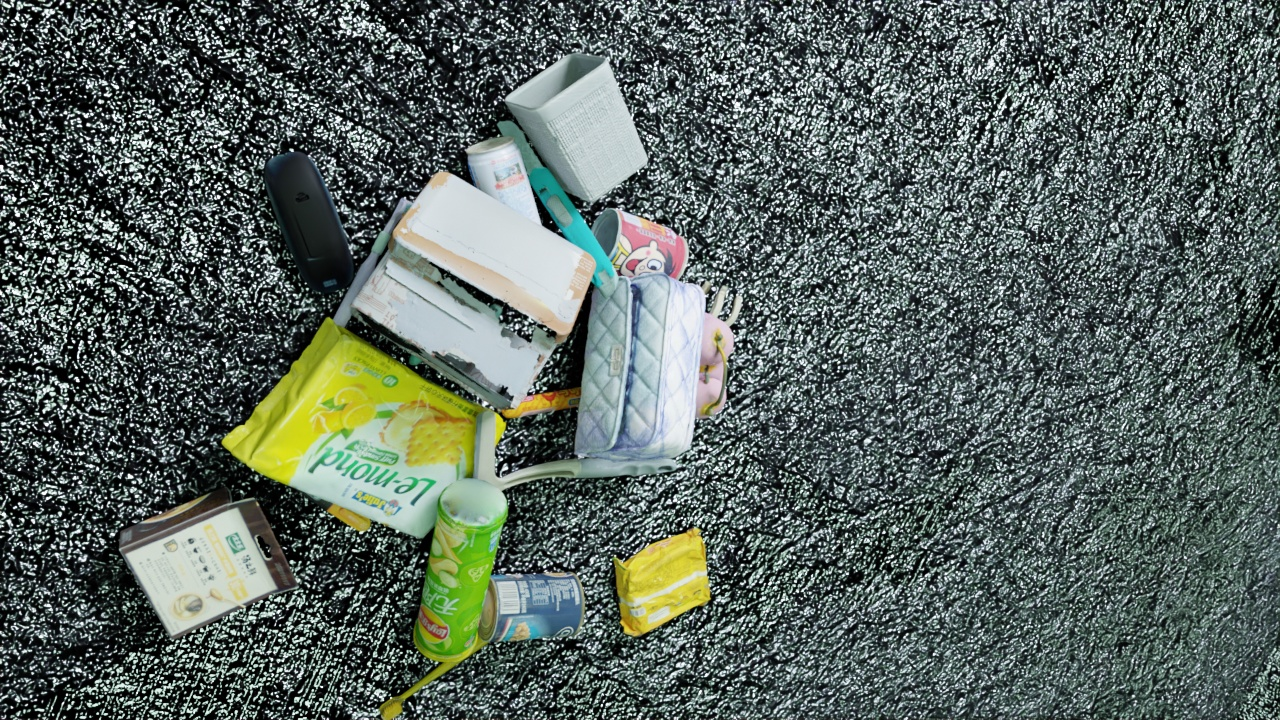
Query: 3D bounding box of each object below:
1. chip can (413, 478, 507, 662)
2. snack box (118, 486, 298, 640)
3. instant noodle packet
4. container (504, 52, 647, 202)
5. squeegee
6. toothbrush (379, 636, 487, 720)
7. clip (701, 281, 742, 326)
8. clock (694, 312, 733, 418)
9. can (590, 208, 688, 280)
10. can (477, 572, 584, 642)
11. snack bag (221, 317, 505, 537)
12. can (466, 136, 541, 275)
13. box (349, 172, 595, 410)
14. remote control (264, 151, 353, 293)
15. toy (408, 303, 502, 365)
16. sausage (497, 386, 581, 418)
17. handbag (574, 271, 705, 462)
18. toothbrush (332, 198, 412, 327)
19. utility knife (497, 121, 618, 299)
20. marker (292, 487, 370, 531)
[{"bbox_3d":[-0.193,0.225,0.978,0.072,0.072,0.222,-2,127,-28],"label":"chip can"},{"bbox_3d":[-0.418,0.194,0.894,0.125,0.053,0.113,-24,117,-20],"label":"snack box"},{"bbox_3d":[0.026,0.281,1.169,0.128,0.044,0.111,-16,108,-26],"label":"instant noodle packet"},{"bbox_3d":[-0.059,-0.229,0.912,0.090,0.090,0.114,-37,124,-11],"label":"container"},{"bbox_3d":[-0.076,0.127,1.036,0.246,0.039,0.247,-7,131,-22],"label":"squeegee"},{"bbox_3d":[-0.222,0.359,1.080,0.190,0.016,0.016,-34,121,-13],"label":"toothbrush"},{"bbox_3d":[0.087,-0.038,1.071,0.034,0.084,0.104,14,90,-31],"label":"clip"},{"bbox_3d":[0.056,0.001,1.013,0.059,0.158,0.117,2,104,-21],"label":"clock"},{"bbox_3d":[-0.002,-0.120,0.994,0.093,0.066,0.066,15,100,-32],"label":"can"},{"bbox_3d":[-0.131,0.286,1.068,0.111,0.075,0.075,6,105,-29],"label":"can"},{"bbox_3d":[-0.261,0.071,0.918,0.158,0.068,0.246,-52,131,2],"label":"snack bag"},{"bbox_3d":[-0.132,-0.152,0.921,0.053,0.053,0.135,-24,118,-19],"label":"can"},{"bbox_3d":[-0.151,-0.074,0.862,0.182,0.153,0.178,34,77,-12],"label":"box"},{"bbox_3d":[-0.306,-0.125,0.854,0.053,0.024,0.136,-23,117,-18],"label":"remote control"},{"bbox_3d":[-0.185,-0.024,0.955,0.092,0.030,0.096,30,85,-38],"label":"toy"},{"bbox_3d":[-0.083,0.043,1.037,0.165,0.021,0.021,-10,112,-25],"label":"sausage"},{"bbox_3d":[-0.006,0.005,0.954,0.075,0.134,0.193,18,71,-40],"label":"handbag"},{"bbox_3d":[-0.272,-0.073,0.896,0.021,0.029,0.189,31,94,7],"label":"toothbrush"},{"bbox_3d":[-0.082,-0.154,0.931,0.029,0.013,0.207,-33,99,5],"label":"utility knife"},{"bbox_3d":[-0.328,0.141,0.946,0.018,0.015,0.124,-51,121,-8],"label":"marker"}]
